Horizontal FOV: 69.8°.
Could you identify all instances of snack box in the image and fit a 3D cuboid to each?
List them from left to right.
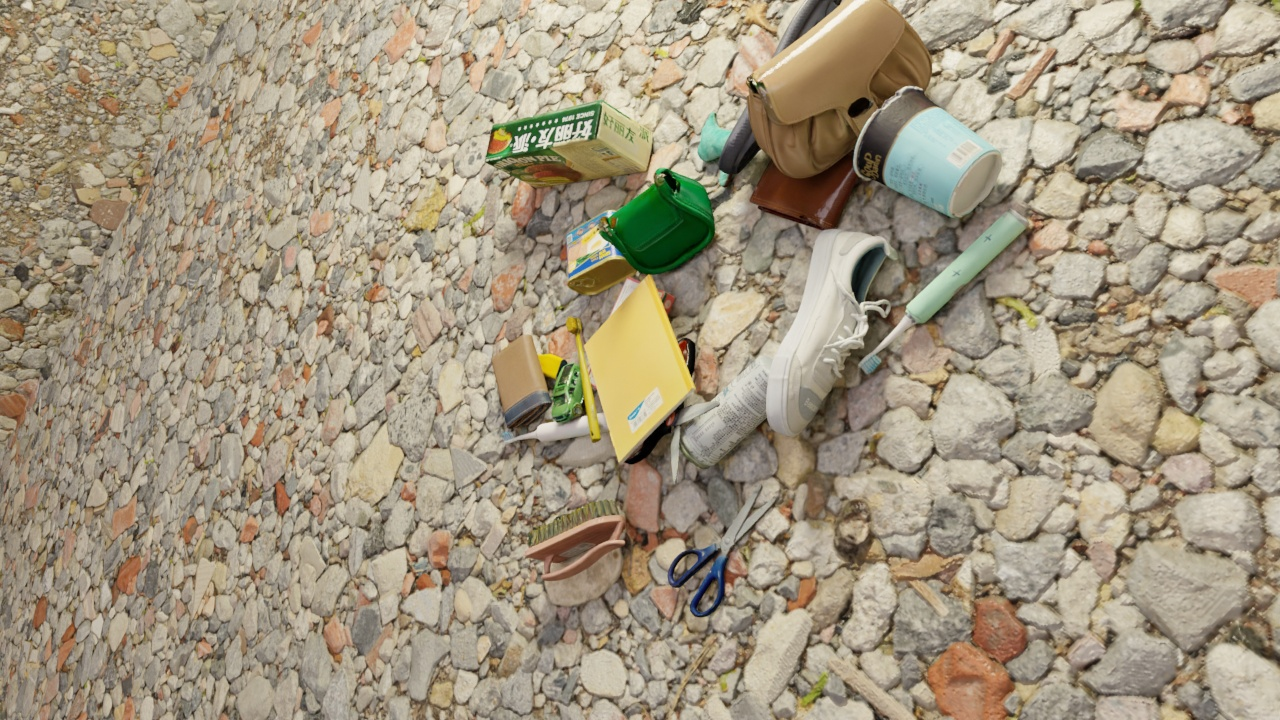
[{"bbox_3d":[-0.107,-0.310,1.340,0.241,0.114,0.063,2,78,42],"label":"snack box"},{"bbox_3d":[-0.017,-0.028,1.228,0.077,0.027,0.156,27,95,43],"label":"snack box"}]

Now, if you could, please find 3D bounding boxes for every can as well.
[{"bbox_3d":[-0.056,-0.151,1.283,0.102,0.057,0.083,-23,59,34],"label":"can"},{"bbox_3d":[0.110,0.061,1.066,0.147,0.058,0.058,-45,51,21],"label":"can"}]

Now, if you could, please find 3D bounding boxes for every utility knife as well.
[{"bbox_3d":[-0.154,0.002,1.347,0.154,0.015,0.033,15,81,44],"label":"utility knife"}]

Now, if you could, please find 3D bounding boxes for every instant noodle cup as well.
[{"bbox_3d":[0.305,-0.210,0.960,0.120,0.111,0.111,44,106,32],"label":"instant noodle cup"}]

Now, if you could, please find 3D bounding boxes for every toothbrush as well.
[{"bbox_3d":[-0.115,0.097,1.275,0.222,0.026,0.026,-13,106,38],"label":"toothbrush"},{"bbox_3d":[-0.078,0.022,1.235,0.016,0.016,0.190,-31,57,32],"label":"toothbrush"},{"bbox_3d":[0.309,-0.069,0.955,0.225,0.026,0.027,-47,73,20],"label":"toothbrush"}]

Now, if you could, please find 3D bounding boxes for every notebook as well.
[{"bbox_3d":[-0.007,0.007,1.153,0.146,0.010,0.206,-47,41,27],"label":"notebook"}]

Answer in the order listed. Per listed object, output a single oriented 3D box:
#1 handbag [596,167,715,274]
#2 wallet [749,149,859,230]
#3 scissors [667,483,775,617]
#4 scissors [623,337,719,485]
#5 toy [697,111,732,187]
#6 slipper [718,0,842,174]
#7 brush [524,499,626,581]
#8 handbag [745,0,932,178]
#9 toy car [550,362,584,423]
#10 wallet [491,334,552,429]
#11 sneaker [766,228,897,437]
[{"bbox_3d":[0.022,-0.178,1.180,0.132,0.120,0.068,-34,51,31],"label":"handbag"},{"bbox_3d":[0.202,-0.215,1.095,0.124,0.032,0.101,29,93,42],"label":"wallet"},{"bbox_3d":[0.099,0.223,1.055,0.171,0.012,0.140,-28,58,31],"label":"scissors"},{"bbox_3d":[0.032,0.066,1.107,0.222,0.021,0.233,-45,28,44],"label":"scissors"},{"bbox_3d":[0.108,-0.275,1.198,0.092,0.030,0.096,22,97,45],"label":"toy"},{"bbox_3d":[0.191,-0.332,1.109,0.083,0.110,0.268,32,96,6],"label":"slipper"},{"bbox_3d":[-0.076,0.231,1.173,0.146,0.063,0.073,-29,55,29],"label":"brush"},{"bbox_3d":[0.218,-0.299,1.010,0.205,0.148,0.099,-37,42,9],"label":"handbag"},{"bbox_3d":[-0.098,0.045,1.259,0.043,0.036,0.091,-18,45,34],"label":"toy car"},{"bbox_3d":[-0.174,0.032,1.328,0.090,0.033,0.115,-35,64,35],"label":"wallet"},{"bbox_3d":[0.212,-0.027,0.992,0.091,0.089,0.242,12,78,39],"label":"sneaker"}]
